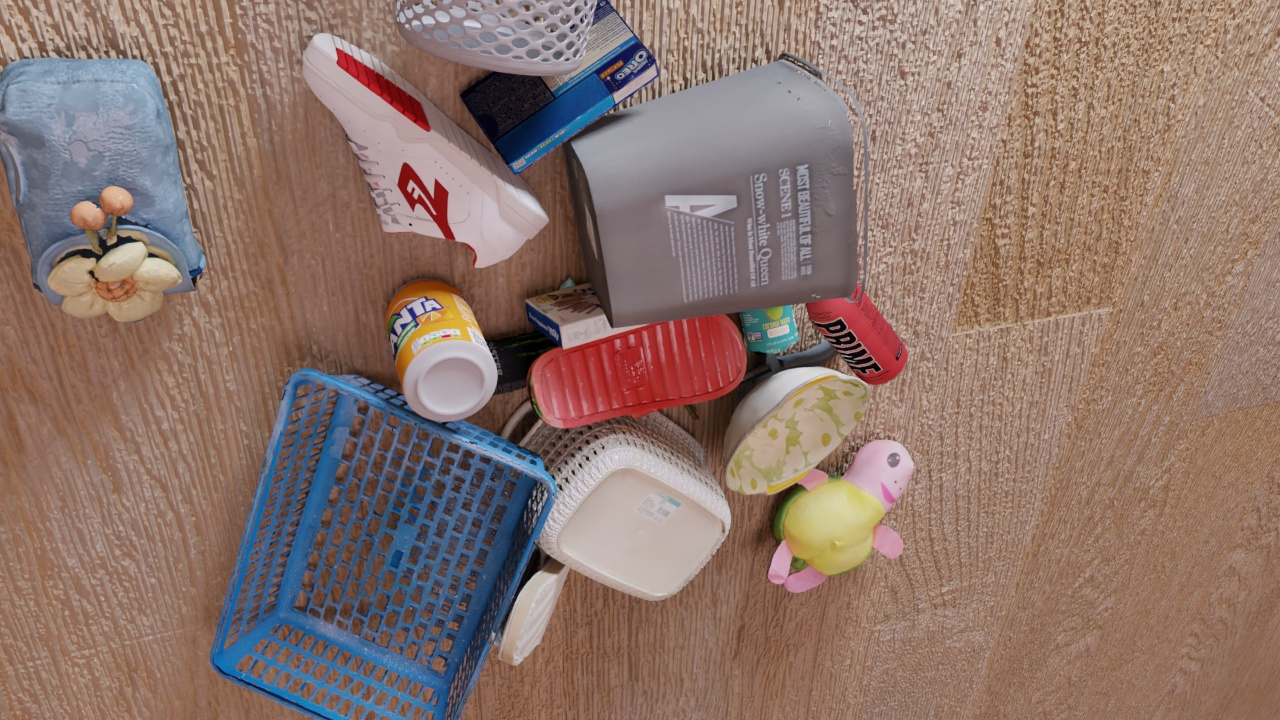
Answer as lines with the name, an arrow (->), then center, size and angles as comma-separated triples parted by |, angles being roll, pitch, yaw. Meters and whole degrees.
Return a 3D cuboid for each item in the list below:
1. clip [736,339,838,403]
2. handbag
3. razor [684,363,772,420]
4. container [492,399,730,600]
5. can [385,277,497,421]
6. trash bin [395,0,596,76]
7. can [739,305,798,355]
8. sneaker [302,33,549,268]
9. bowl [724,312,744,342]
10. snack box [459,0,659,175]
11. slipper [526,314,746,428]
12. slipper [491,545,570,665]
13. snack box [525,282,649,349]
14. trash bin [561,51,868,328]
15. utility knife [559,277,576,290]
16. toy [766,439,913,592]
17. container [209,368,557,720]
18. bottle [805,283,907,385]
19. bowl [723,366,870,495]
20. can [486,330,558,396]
clip -> 0.152, -0.033, 1.014 | 0.173, 0.030, 0.164 | -40, 125, 2
handbag -> -0.393, -0.118, 0.671 | 0.121, 0.118, 0.192 | -5, 127, -21
razor -> 0.095, 0.028, 1.012 | 0.106, 0.026, 0.042 | -24, 126, 11
container -> -0.022, 0.144, 0.976 | 0.251, 0.143, 0.185 | 35, 97, -35
can -> -0.179, -0.013, 0.810 | 0.079, 0.142, 0.079 | -11, 123, -17
trash bin -> -0.095, -0.314, 0.657 | 0.156, 0.156, 0.184 | 0, 122, -24
can -> 0.128, -0.060, 0.951 | 0.055, 0.055, 0.101 | -17, 101, -13
sneaker -> -0.193, -0.156, 0.760 | 0.104, 0.090, 0.236 | -43, 131, 13
bowl -> 0.058, -0.027, 0.976 | 0.102, 0.026, 0.114 | -31, 128, -2
snack box -> -0.067, -0.229, 0.765 | 0.150, 0.082, 0.027 | -34, 166, 0
slipper -> -0.005, 0.005, 0.902 | 0.248, 0.059, 0.103 | -12, 96, -30
slipper -> -0.114, 0.252, 0.960 | 0.054, 0.273, 0.114 | 25, 84, 3
snack box -> -0.025, -0.054, 0.876 | 0.149, 0.082, 0.026 | -18, 120, -23
trash bin -> 0.058, -0.142, 0.814 | 0.220, 0.197, 0.198 | -14, 124, -8
utility knife -> -0.040, -0.031, 0.942 | 0.022, 0.015, 0.147 | -45, 130, -5
toy -> 0.251, 0.196, 1.160 | 0.190, 0.087, 0.238 | 38, 96, -16
container -> -0.246, 0.195, 0.893 | 0.257, 0.089, 0.363 | 24, 111, 0
bottle -> 0.222, -0.044, 0.982 | 0.062, 0.062, 0.176 | -43, 126, 6
bowl -> 0.162, 0.067, 1.028 | 0.188, 0.060, 0.220 | -24, 145, -16
can -> -0.118, 0.002, 0.901 | 0.137, 0.054, 0.054 | -14, 124, -15
